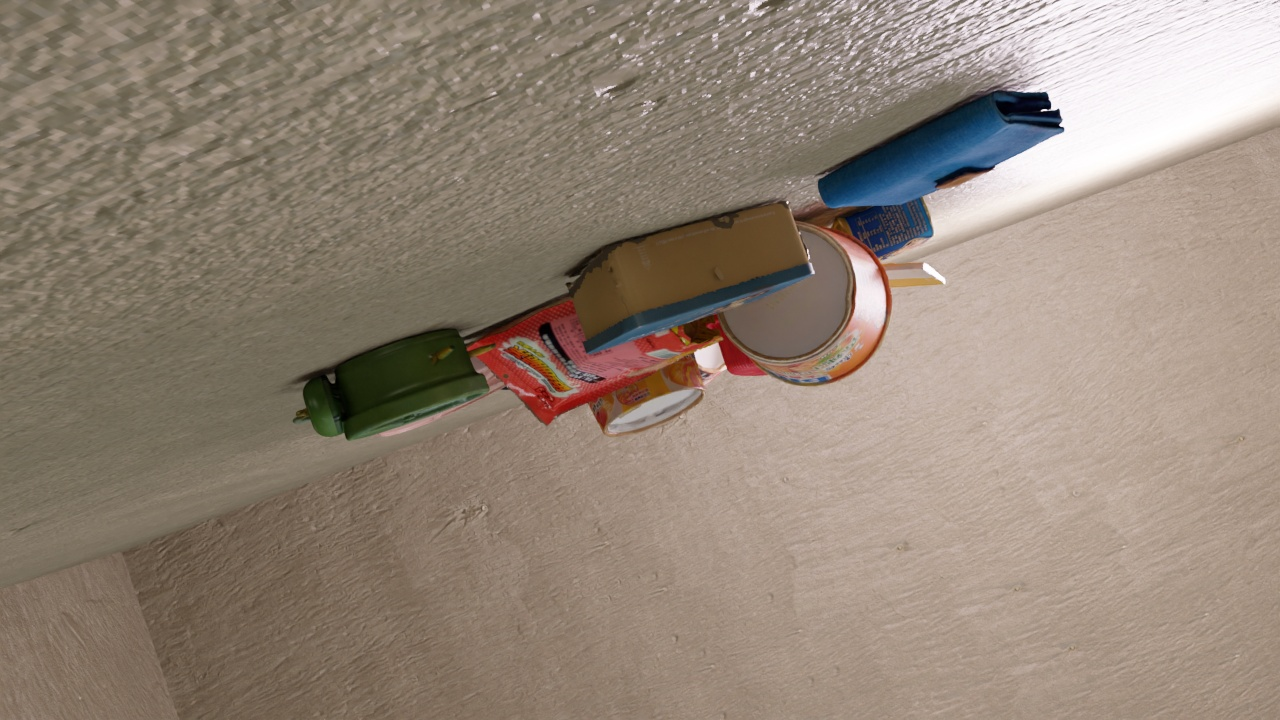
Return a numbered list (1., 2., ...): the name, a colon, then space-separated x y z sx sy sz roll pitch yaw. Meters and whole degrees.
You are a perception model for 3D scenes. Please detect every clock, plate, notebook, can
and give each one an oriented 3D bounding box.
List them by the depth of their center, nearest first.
1. clock: -0.198 0.024 0.726 0.161 0.056 0.116 -21 177 11
2. notebook: 0.192 -0.080 0.929 0.207 0.010 0.145 -2 177 26
3. can: 0.245 -0.130 0.932 0.083 0.057 0.102 -22 178 8
4. plate: -0.183 0.024 0.950 0.229 0.028 0.229 -27 177 -2

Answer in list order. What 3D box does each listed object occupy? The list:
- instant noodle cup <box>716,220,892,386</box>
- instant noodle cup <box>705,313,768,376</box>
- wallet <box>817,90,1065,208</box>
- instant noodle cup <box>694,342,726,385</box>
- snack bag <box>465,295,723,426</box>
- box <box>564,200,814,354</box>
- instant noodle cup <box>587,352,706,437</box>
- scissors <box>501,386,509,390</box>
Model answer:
1. instant noodle cup: 0.138 -0.054 0.806 0.152 0.151 0.111 -21 170 20
2. instant noodle cup: 0.155 -0.022 0.964 0.194 0.066 0.194 -3 174 0
3. wallet: 0.199 -0.137 0.613 0.106 0.040 0.133 -12 174 -45
4. instant noodle cup: 0.048 -0.011 1.211 0.137 0.138 0.109 -18 169 -45
5. snack bag: -0.042 -0.013 0.798 0.208 0.073 0.128 -22 135 27
6. box: 0.031 -0.059 0.661 0.184 0.063 0.090 -21 178 -27
7. instant noodle cup: -0.005 0.005 0.905 0.138 0.109 0.138 -20 162 -7
8. scissors: -0.081 0.003 1.124 0.182 0.015 0.208 13 -155 35
